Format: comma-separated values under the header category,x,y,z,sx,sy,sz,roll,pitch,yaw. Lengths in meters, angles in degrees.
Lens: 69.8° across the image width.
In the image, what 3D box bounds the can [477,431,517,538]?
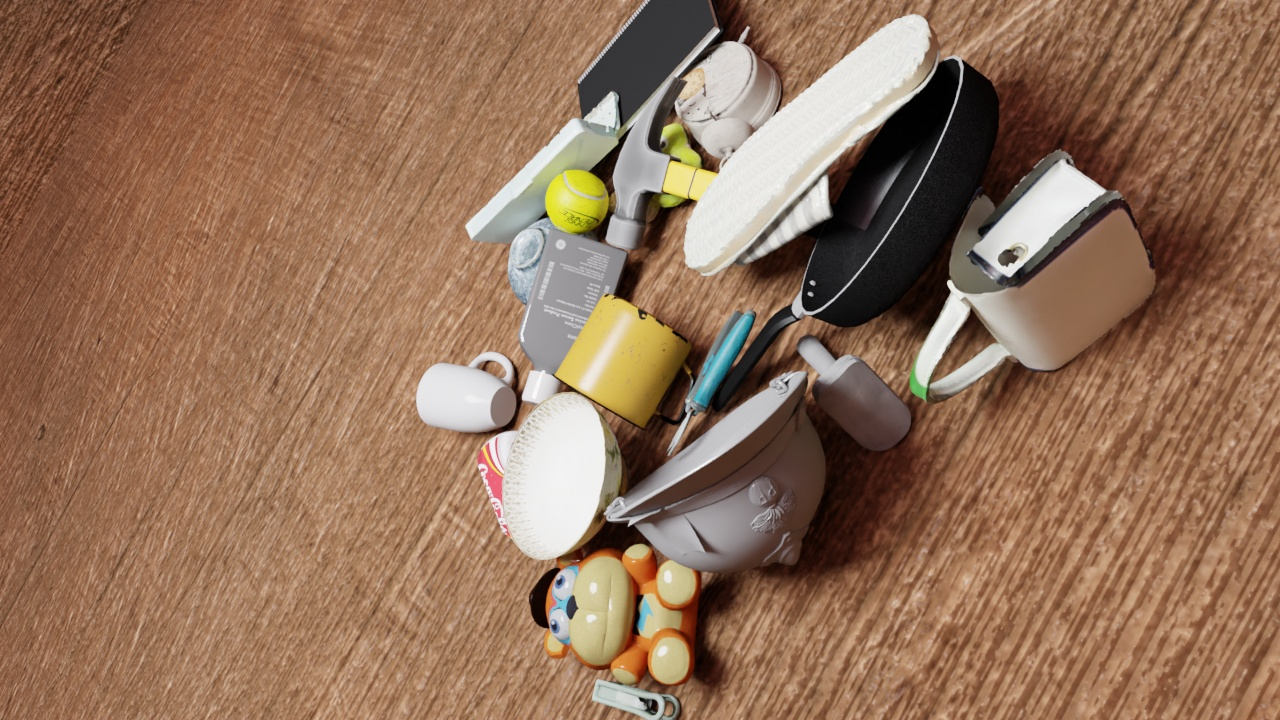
category,x,y,z,sx,sy,sz,roll,pitch,yaw
can,-0.116,0.125,0.897,0.064,0.064,0.104,-42,51,16

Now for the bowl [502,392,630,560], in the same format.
category,x,y,z,sx,sy,sz,roll,pitch,yaw
bowl,-0.056,0.106,0.815,0.146,0.063,0.145,-20,62,42

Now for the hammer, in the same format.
category,x,y,z,sx,sy,sz,roll,pitch,yaw
hammer,0.109,-0.148,0.830,0.325,0.034,0.170,24,107,32

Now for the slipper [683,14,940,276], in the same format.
category,x,y,z,sx,sy,sz,roll,pitch,yaw
slipper,0.133,-0.163,0.740,0.274,0.054,0.114,-42,38,38

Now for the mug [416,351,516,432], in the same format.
category,x,y,z,sx,sy,sz,roll,pitch,yaw
mug,-0.173,0.030,0.991,0.089,0.071,0.107,8,47,31

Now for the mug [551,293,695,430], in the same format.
category,x,y,z,sx,sy,sz,roll,pitch,yaw
mug,-0.005,0.005,0.851,0.124,0.100,0.094,31,88,2

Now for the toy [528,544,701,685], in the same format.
category,x,y,z,sx,sy,sz,roll,pitch,yaw
toy,-0.021,0.211,0.774,0.176,0.096,0.112,-9,72,47

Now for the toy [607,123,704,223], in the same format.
category,x,y,z,sx,sy,sz,roll,pitch,yaw
toy,0.011,-0.186,0.950,0.118,0.043,0.092,-38,55,21

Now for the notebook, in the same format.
category,x,y,z,sx,sy,sz,roll,pitch,yaw
notebook,0.003,-0.327,0.995,0.207,0.016,0.148,-40,43,35

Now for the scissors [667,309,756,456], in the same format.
category,x,y,z,sx,sy,sz,roll,pitch,yaw
scissors,0.064,0.011,0.817,0.125,0.019,0.155,-54,9,49

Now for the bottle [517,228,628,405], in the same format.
category,x,y,z,sx,sy,sz,roll,pitch,yaw
bottle,-0.077,-0.037,0.925,0.084,0.046,0.173,17,80,-2

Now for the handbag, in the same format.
category,x,y,z,sx,sy,sz,roll,pitch,yaw
handbag,0.249,-0.042,0.630,0.176,0.151,0.074,-45,50,14

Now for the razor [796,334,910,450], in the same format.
category,x,y,z,sx,sy,sz,roll,pitch,yaw
razor,0.157,0.012,0.740,0.047,0.088,0.116,-45,31,9

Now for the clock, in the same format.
category,x,y,z,sx,sy,sz,roll,pitch,yaw
clock,0.082,-0.252,0.912,0.104,0.061,0.156,-20,58,31

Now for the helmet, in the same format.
category,x,y,z,sx,sy,sz,roll,pitch,yaw
helmet,0.079,0.106,0.694,0.183,0.271,0.117,-36,88,-9

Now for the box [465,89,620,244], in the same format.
category,x,y,z,sx,sy,sz,roll,pitch,yaw
box,-0.105,-0.209,1.006,0.198,0.074,0.126,-36,31,34

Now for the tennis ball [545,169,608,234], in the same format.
category,x,y,z,sx,sy,sz,roll,pitch,yaw
tennis ball,-0.066,-0.165,0.955,0.066,0.065,0.065,-16,61,32

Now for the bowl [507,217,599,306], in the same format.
category,x,y,z,sx,sy,sz,roll,pitch,yaw
bowl,-0.106,-0.112,0.997,0.115,0.060,0.114,-17,60,31

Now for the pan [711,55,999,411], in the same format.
category,x,y,z,sx,sy,sz,roll,pitch,yaw
pan,0.153,-0.067,0.711,0.357,0.044,0.203,-59,7,41

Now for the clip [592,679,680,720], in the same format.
category,x,y,z,sx,sy,sz,roll,pitch,yaw
clip,-0.004,0.284,0.765,0.076,0.042,0.023,0,72,39
